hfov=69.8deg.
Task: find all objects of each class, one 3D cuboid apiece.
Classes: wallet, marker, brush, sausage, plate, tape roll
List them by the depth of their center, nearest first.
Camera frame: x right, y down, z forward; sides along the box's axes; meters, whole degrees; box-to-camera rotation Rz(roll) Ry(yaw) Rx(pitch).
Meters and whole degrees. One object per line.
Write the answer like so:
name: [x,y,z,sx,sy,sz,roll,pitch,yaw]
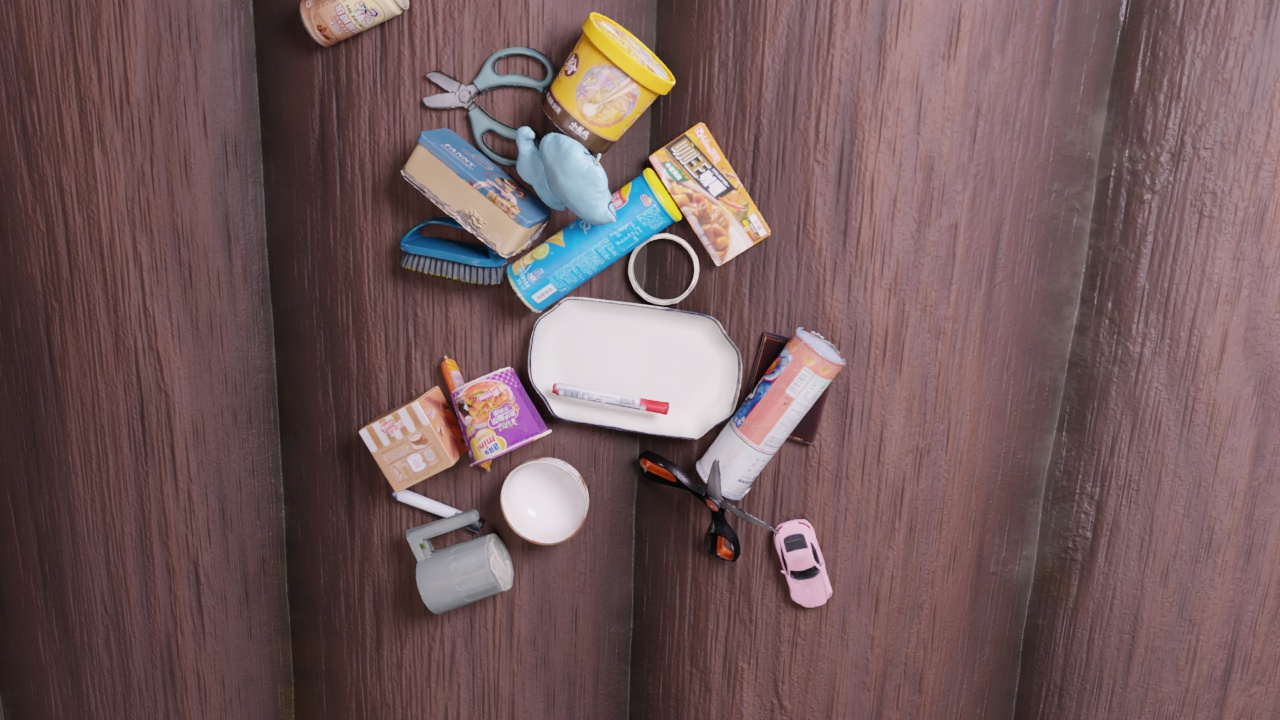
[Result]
tape roll: [0.028,-0.110,1.113,0.086,0.013,0.086,2,104,9]
wallet: [0.180,0.034,1.121,0.096,0.020,0.122,16,107,11]
brush: [-0.230,-0.137,1.121,0.144,0.055,0.074,12,112,18]
marker: [-0.037,0.046,1.123,0.145,0.017,0.017,10,105,7]
plate: [-0.007,0.007,1.137,0.266,0.034,0.162,7,104,8]
sausage: [-0.226,0.070,1.195,0.021,0.021,0.165,-16,100,13]
marker: [-0.273,0.202,1.237,0.131,0.018,0.022,19,98,4]

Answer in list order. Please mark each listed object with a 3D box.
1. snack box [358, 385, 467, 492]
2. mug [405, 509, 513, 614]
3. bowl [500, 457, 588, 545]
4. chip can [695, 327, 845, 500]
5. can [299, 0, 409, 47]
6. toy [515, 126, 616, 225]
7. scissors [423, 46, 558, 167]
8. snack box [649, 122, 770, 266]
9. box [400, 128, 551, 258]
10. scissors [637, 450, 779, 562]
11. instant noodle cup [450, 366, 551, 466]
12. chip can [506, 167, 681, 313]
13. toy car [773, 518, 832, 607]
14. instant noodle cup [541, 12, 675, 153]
snack box: [-0.288,0.100,1.184,0.093,0.077,0.094,-27,98,14]
mug: [-0.239,0.263,1.212,0.103,0.083,0.124,-19,102,11]
bowl: [-0.118,0.174,1.181,0.113,0.062,0.113,2,103,8]
chip can: [0.153,0.065,1.089,0.071,0.071,0.215,34,112,0]
can: [-0.336,-0.417,1.077,0.116,0.058,0.058,-18,100,13]
toy: [-0.085,-0.209,1.036,0.049,0.156,0.161,-37,89,-23]
scissors: [-0.178,-0.295,1.101,0.177,0.019,0.172,-7,103,9]
snack box: [0.082,-0.194,1.078,0.075,0.026,0.154,-32,96,14]
box: [-0.199,-0.203,1.090,0.184,0.089,0.062,40,112,-3]
scissors: [0.081,0.177,1.108,0.234,0.021,0.221,24,147,41]
instant noodle cup: [-0.181,0.068,1.147,0.112,0.111,0.099,-24,91,14]
chip can: [-0.057,-0.141,1.091,0.210,0.071,0.071,-32,96,16]
toy car: [0.206,0.258,1.162,0.056,0.037,0.122,-16,101,14]
instant noodle cup: [-0.041,-0.306,1.030,0.118,0.118,0.115,41,115,-2]
